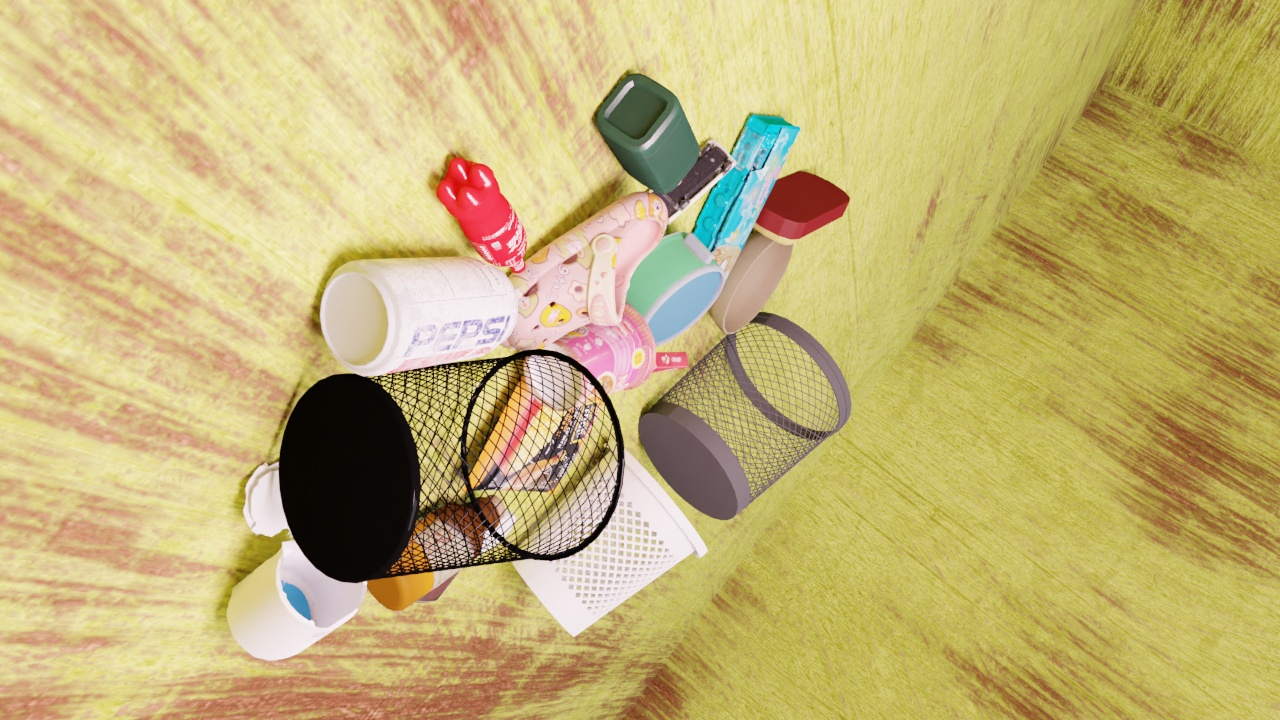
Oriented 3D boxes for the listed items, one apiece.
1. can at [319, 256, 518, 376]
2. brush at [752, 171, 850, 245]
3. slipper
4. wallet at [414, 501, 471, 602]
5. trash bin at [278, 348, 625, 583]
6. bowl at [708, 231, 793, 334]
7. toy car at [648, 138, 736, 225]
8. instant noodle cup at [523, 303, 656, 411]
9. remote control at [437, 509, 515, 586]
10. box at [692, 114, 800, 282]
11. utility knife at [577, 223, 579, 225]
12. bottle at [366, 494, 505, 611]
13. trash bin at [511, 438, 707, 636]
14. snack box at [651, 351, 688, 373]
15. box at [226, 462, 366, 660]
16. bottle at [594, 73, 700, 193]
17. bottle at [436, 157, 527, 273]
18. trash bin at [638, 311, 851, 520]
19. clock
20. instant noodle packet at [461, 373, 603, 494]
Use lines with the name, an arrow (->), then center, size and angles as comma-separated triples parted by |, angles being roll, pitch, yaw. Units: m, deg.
can -> -0.156, -0.035, 0.662 | 0.135, 0.078, 0.078 | -14, 136, -60
brush -> 0.198, -0.192, 1.169 | 0.172, 0.082, 0.042 | -30, 149, -47
slipper -> -0.043, -0.069, 0.819 | 0.197, 0.081, 0.093 | -40, 156, -5
wallet -> -0.209, 0.214, 1.022 | 0.123, 0.019, 0.072 | -53, 159, -3
trash bin -> -0.148, 0.081, 0.716 | 0.209, 0.184, 0.184 | 0, 123, -56
bowl -> 0.136, -0.111, 1.208 | 0.152, 0.050, 0.152 | -44, 157, -24
toy car -> 0.048, -0.179, 0.936 | 0.112, 0.039, 0.039 | -44, 178, -26
instant noodle cup -> -0.053, 0.001, 0.902 | 0.108, 0.098, 0.098 | -30, 149, -52
remote control -> -0.188, 0.206, 1.004 | 0.136, 0.013, 0.043 | -32, 150, -44
box -> 0.109, -0.173, 1.067 | 0.094, 0.041, 0.227 | -20, 141, -57
utility knife -> -0.046, -0.097, 0.891 | 0.126, 0.015, 0.022 | 61, 50, -68
bottle -> -0.200, 0.183, 0.926 | 0.156, 0.068, 0.068 | -31, 149, -46
trash bin -> -0.052, 0.241, 1.200 | 0.199, 0.195, 0.196 | -40, 157, -10
snack box -> -0.006, 0.006, 1.031 | 0.132, 0.089, 0.021 | -3, 84, -72
box -> -0.279, 0.154, 0.721 | 0.140, 0.141, 0.083 | -33, 171, 36
bottle -> 0.013, -0.188, 0.807 | 0.061, 0.061, 0.131 | -52, 159, -1
bottle -> -0.113, -0.103, 0.698 | 0.042, 0.042, 0.141 | -50, 159, -10
trash bin -> 0.143, 0.083, 1.315 | 0.226, 0.218, 0.218 | -39, 155, -25
clock -> 0.011, -0.065, 0.994 | 0.161, 0.075, 0.122 | -42, 160, 3
instant noodle packet -> -0.103, 0.075, 1.006 | 0.160, 0.032, 0.220 | -62, 159, 2
